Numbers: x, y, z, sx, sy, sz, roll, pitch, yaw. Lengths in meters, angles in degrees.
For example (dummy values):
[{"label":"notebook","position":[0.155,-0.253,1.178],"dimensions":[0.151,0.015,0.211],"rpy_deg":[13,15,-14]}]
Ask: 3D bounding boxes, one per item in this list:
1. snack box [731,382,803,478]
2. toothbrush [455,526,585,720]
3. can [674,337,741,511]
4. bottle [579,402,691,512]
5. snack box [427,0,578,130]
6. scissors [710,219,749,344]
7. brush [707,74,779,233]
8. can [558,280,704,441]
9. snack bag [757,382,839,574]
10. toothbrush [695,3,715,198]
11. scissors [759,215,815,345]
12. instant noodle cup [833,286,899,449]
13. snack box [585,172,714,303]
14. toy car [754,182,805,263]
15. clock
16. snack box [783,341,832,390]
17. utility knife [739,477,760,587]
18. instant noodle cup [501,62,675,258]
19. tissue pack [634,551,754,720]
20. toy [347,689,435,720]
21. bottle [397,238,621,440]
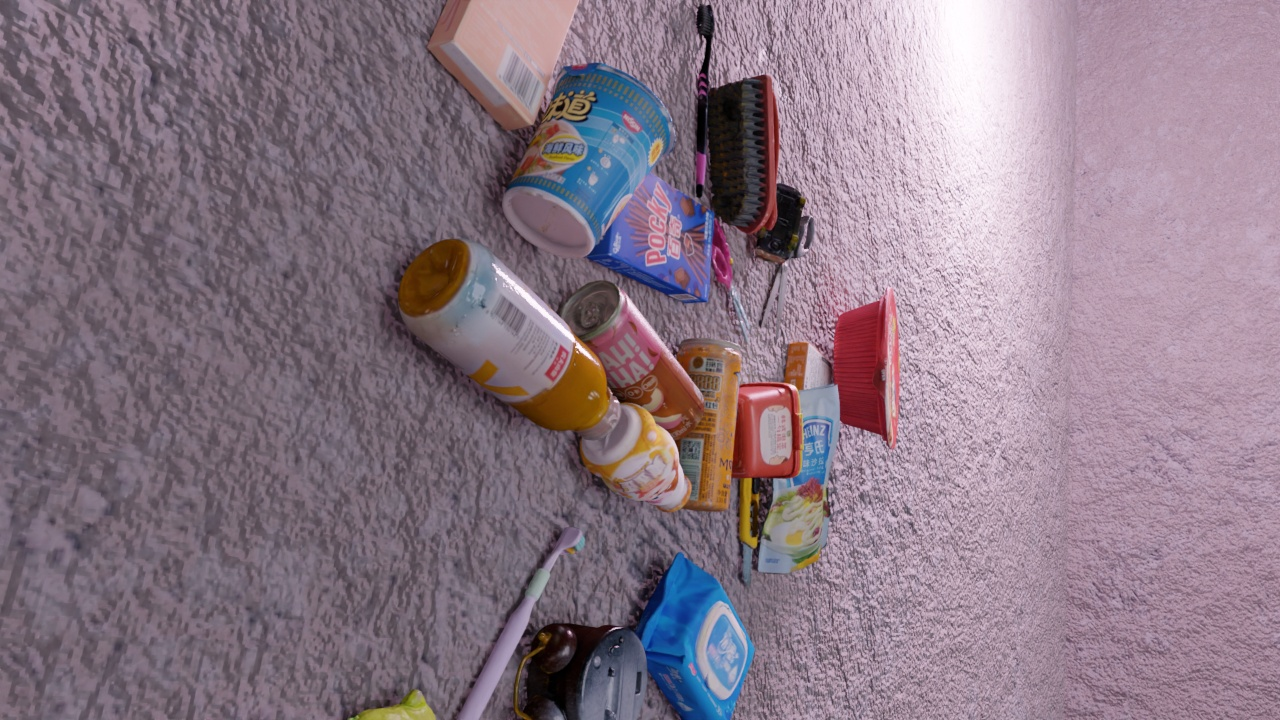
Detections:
[{"label":"snack box","position":[0.104,0.067,0.859],"dimensions":[0.080,0.082,0.091],"rpy_deg":[-2,90,-46]},{"label":"toothbrush","position":[-0.087,0.193,0.623],"dimensions":[0.021,0.029,0.188],"rpy_deg":[33,54,-3]},{"label":"can","position":[0.054,0.057,0.801],"dimensions":[0.058,0.058,0.146],"rpy_deg":[22,70,-53]},{"label":"bottle","position":[0.001,0.080,0.717],"dimensions":[0.108,0.063,0.063],"rpy_deg":[48,51,-44]},{"label":"snack box","position":[-0.086,-0.247,0.636],"dimensions":[0.084,0.026,0.157],"rpy_deg":[42,55,-46]},{"label":"scissors","position":[0.087,-0.065,0.885],"dimensions":[0.077,0.017,0.138],"rpy_deg":[-72,148,-56]},{"label":"brush","position":[0.106,-0.196,0.885],"dimensions":[0.069,0.063,0.146],"rpy_deg":[-7,96,-43]},{"label":"can","position":[-0.004,0.004,0.718],"dimensions":[0.147,0.058,0.057],"rpy_deg":[51,49,-42]},{"label":"snack bag","position":[0.164,0.120,0.943],"dimensions":[0.110,0.039,0.191],"rpy_deg":[-5,106,-33]},{"label":"toothbrush","position":[0.057,-0.245,0.861],"dimensions":[0.017,0.014,0.189],"rpy_deg":[9,81,-45]},{"label":"scissors","position":[0.160,-0.108,1.006],"dimensions":[0.170,0.014,0.159],"rpy_deg":[-32,115,-51]},{"label":"instant noodle cup","position":[0.269,0.009,1.092],"dimensions":[0.193,0.066,0.194],"rpy_deg":[0,90,-71]},{"label":"snack box","position":[0.012,-0.107,0.775],"dimensions":[0.157,0.026,0.084],"rpy_deg":[18,74,-55]},{"label":"toy car","position":[0.144,-0.145,0.959],"dimensions":[0.042,0.035,0.090],"rpy_deg":[20,66,-8]},{"label":"clock","position":[-0.045,0.227,0.650],"dimensions":[0.121,0.055,0.082],"rpy_deg":[20,73,-53]},{"label":"snack box","position":[0.182,0.062,1.019],"dimensions":[0.075,0.026,0.153],"rpy_deg":[32,62,-50]},{"label":"utility knife","position":[0.112,0.132,0.922],"dimensions":[0.033,0.015,0.193],"rpy_deg":[9,82,-53]},{"label":"instant noodle cup","position":[-0.043,-0.135,0.646],"dimensions":[0.099,0.099,0.109],"rpy_deg":[51,57,-42]},{"label":"tissue pack","position":[0.050,0.247,0.791],"dimensions":[0.094,0.052,0.157],"rpy_deg":[-60,135,-38]},{"label":"toy","position":[-0.145,0.245,0.523],"dimensions":[0.096,0.031,0.100],"rpy_deg":[-50,128,-42]},{"label":"bottle","position":[-0.076,-0.004,0.603],"dimensions":[0.189,0.068,0.067],"rpy_deg":[45,53,-46]}]
